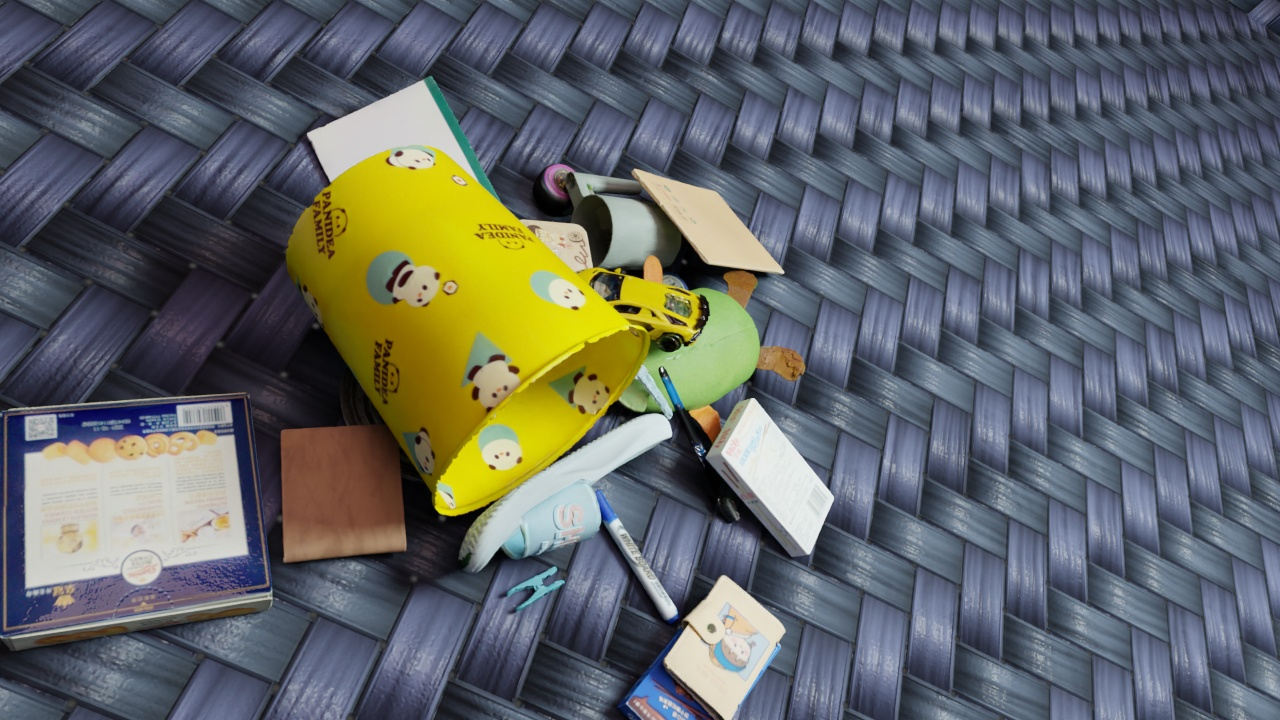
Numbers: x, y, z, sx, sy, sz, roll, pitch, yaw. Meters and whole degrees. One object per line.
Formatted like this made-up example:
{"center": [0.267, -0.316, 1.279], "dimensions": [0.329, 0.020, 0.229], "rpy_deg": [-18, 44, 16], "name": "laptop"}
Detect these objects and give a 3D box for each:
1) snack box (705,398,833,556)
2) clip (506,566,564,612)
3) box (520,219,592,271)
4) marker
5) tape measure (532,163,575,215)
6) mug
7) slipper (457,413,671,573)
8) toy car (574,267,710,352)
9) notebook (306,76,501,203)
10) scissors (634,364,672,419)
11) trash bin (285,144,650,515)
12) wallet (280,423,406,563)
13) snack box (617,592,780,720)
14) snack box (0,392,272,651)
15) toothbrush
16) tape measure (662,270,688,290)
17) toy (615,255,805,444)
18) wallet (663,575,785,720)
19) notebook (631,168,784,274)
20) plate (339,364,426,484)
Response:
{"center": [0.140, 0.124, 0.969], "dimensions": [0.157, 0.027, 0.084], "rpy_deg": [49, 50, -17], "name": "snack box"}
{"center": [-0.096, 0.208, 0.838], "dimensions": [0.056, 0.014, 0.043], "rpy_deg": [-24, 74, -36], "name": "clip"}
{"center": [-0.099, -0.057, 0.972], "dimensions": [0.091, 0.077, 0.168], "rpy_deg": [0, 67, -28], "name": "box"}
{"center": [-0.007, 0.190, 0.891], "dimensions": [0.016, 0.017, 0.145], "rpy_deg": [-24, 74, -36], "name": "marker"}
{"center": [-0.097, -0.199, 1.076], "dimensions": [0.057, 0.039, 0.057], "rpy_deg": [18, 61, -24], "name": "tape measure"}
{"center": [-0.023, -0.161, 1.054], "dimensions": [0.103, 0.084, 0.124], "rpy_deg": [-2, 62, -38], "name": "mug"}
{"center": [-0.061, 0.128, 0.844], "dimensions": [0.244, 0.104, 0.074], "rpy_deg": [-30, 84, -31], "name": "slipper"}
{"center": [-0.008, -0.056, 0.927], "dimensions": [0.156, 0.041, 0.071], "rpy_deg": [15, 46, -3], "name": "toy car"}
{"center": [-0.244, -0.190, 0.966], "dimensions": [0.150, 0.012, 0.209], "rpy_deg": [-28, 73, -5], "name": "notebook"}
{"center": [-0.006, 0.006, 0.919], "dimensions": [0.057, 0.017, 0.133], "rpy_deg": [-24, 67, -23], "name": "scissors"}
{"center": [-0.160, -0.036, 0.804], "dimensions": [0.228, 0.230, 0.255], "rpy_deg": [-31, 72, -37], "name": "trash bin"}
{"center": [-0.257, 0.113, 0.794], "dimensions": [0.101, 0.020, 0.115], "rpy_deg": [-1, 71, -20], "name": "wallet"}
{"center": [0.057, 0.293, 0.853], "dimensions": [0.084, 0.026, 0.156], "rpy_deg": [45, 52, 5], "name": "snack box"}
{"center": [-0.395, 0.119, 0.723], "dimensions": [0.177, 0.046, 0.182], "rpy_deg": [-3, 62, -28], "name": "snack box"}
{"center": [0.060, 0.088, 0.936], "dimensions": [0.014, 0.016, 0.189], "rpy_deg": [-38, 111, -37], "name": "toothbrush"}
{"center": [0.028, -0.077, 1.071], "dimensions": [0.058, 0.025, 0.054], "rpy_deg": [-23, 75, -31], "name": "tape measure"}
{"center": [0.056, -0.012, 1.004], "dimensions": [0.246, 0.090, 0.227], "rpy_deg": [-19, 82, -30], "name": "toy"}
{"center": [0.076, 0.263, 0.849], "dimensions": [0.087, 0.024, 0.114], "rpy_deg": [45, 53, 0], "name": "wallet"}
{"center": [0.085, -0.162, 1.097], "dimensions": [0.148, 0.008, 0.207], "rpy_deg": [53, 26, 19], "name": "notebook"}
{"center": [-0.200, 0.040, 0.885], "dimensions": [0.179, 0.024, 0.179], "rpy_deg": [14, 54, -20], "name": "plate"}
